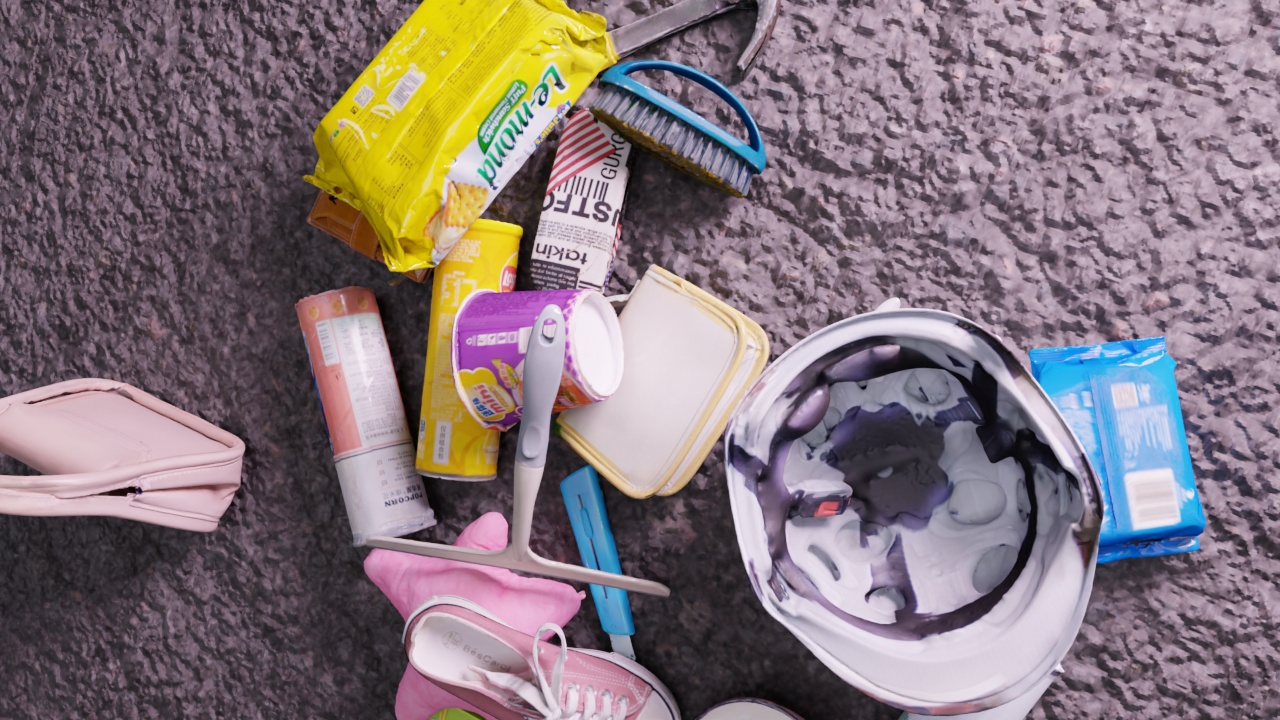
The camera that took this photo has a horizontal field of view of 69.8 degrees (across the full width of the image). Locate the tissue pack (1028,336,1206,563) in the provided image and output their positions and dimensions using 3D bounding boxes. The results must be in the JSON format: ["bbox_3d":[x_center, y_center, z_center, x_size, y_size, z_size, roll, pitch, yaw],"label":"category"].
[{"bbox_3d":[0.330,0.063,0.645,0.095,0.052,0.157,-10,88,13],"label":"tissue pack"}]

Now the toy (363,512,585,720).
[{"bbox_3d":[-0.130,0.227,0.764,0.178,0.074,0.194,-14,88,3],"label":"toy"}]

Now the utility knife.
[{"bbox_3d":[-0.032,0.170,0.764,0.034,0.018,0.166,-16,88,14],"label":"utility knife"}]

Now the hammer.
[{"bbox_3d":[-0.041,-0.249,0.756,0.324,0.032,0.126,-19,85,15],"label":"hammer"}]

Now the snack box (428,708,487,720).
[{"bbox_3d":[-0.136,0.348,0.789,0.156,0.026,0.086,22,96,14],"label":"snack box"}]

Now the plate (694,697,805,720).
[{"bbox_3d":[0.100,0.351,0.684,0.193,0.039,0.192,-10,76,47],"label":"plate"}]

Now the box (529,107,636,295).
[{"bbox_3d":[-0.046,-0.126,0.736,0.074,0.064,0.164,5,81,32],"label":"box"}]

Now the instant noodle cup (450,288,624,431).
[{"bbox_3d":[-0.072,-0.006,0.697,0.099,0.111,0.111,-7,88,23],"label":"instant noodle cup"}]

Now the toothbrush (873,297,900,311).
[{"bbox_3d":[0.135,0.024,0.716,0.016,0.018,0.192,43,101,11],"label":"toothbrush"}]

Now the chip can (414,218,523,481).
[{"bbox_3d":[-0.143,-0.010,0.765,0.072,0.072,0.213,6,92,15],"label":"chip can"}]

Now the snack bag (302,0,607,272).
[{"bbox_3d":[-0.153,-0.202,0.722,0.246,0.068,0.158,-49,60,4],"label":"snack bag"}]

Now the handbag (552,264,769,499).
[{"bbox_3d":[-0.004,0.004,0.741,0.179,0.063,0.163,36,99,27],"label":"handbag"}]

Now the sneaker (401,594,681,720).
[{"bbox_3d":[-0.069,0.256,0.698,0.241,0.088,0.118,30,88,-14],"label":"sneaker"}]

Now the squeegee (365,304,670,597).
[{"bbox_3d":[-0.079,0.075,0.661,0.246,0.039,0.247,10,120,-2],"label":"squeegee"}]

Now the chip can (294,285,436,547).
[{"bbox_3d":[-0.238,0.047,0.792,0.071,0.071,0.214,-16,86,15],"label":"chip can"}]

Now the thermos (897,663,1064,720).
[{"bbox_3d":[0.210,0.289,0.673,0.073,0.073,0.224,35,99,12],"label":"thermos"}]

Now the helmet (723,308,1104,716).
[{"bbox_3d":[0.182,0.094,0.638,0.229,0.145,0.258,-27,88,15],"label":"helmet"}]

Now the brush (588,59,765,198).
[{"bbox_3d":[0.035,-0.186,0.708,0.144,0.055,0.073,29,94,-8],"label":"brush"}]

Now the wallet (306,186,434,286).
[{"bbox_3d":[-0.221,-0.135,0.809,0.131,0.035,0.119,28,92,14],"label":"wallet"}]

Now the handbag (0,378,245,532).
[{"bbox_3d":[-0.479,0.085,0.774,0.193,0.234,0.093,20,93,14],"label":"handbag"}]
